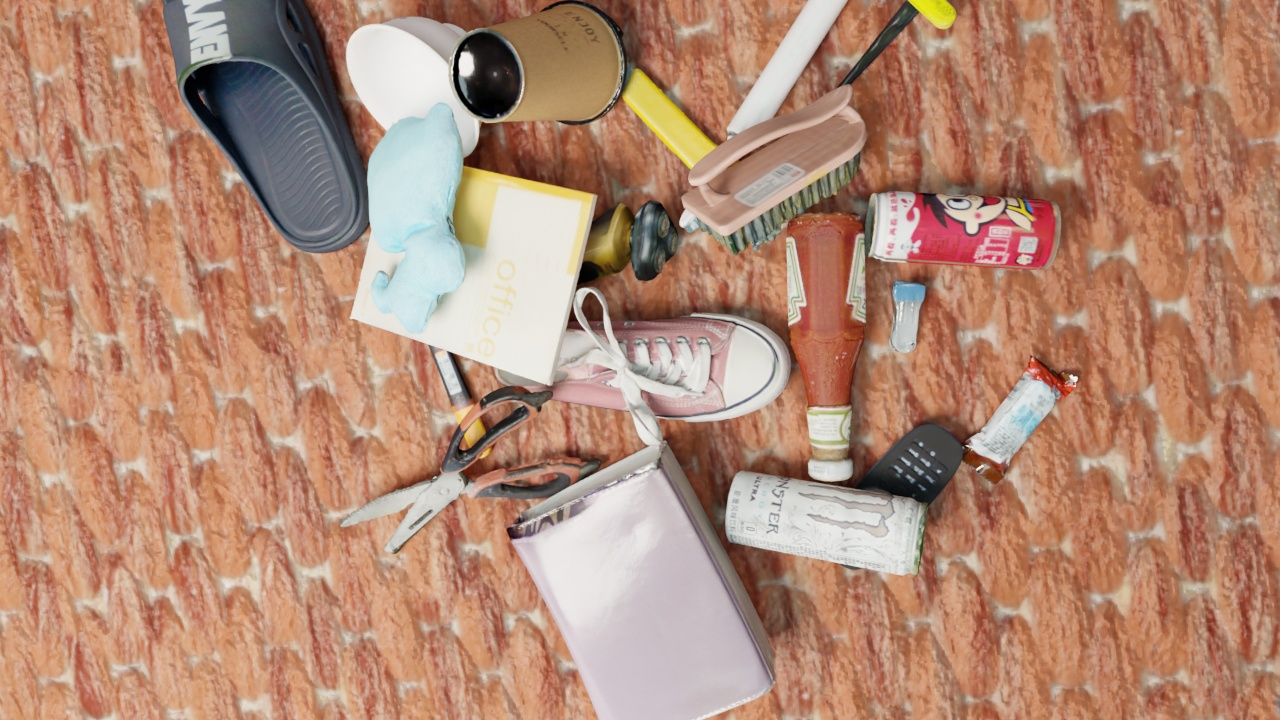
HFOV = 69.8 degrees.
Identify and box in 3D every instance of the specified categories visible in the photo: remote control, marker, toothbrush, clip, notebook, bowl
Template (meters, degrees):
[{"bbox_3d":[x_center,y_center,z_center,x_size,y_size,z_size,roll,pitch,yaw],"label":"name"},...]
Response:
[{"bbox_3d":[0.200,0.108,0.731,0.053,0.024,0.136,40,101,5],"label":"remote control"},{"bbox_3d":[0.191,-0.297,0.693,0.018,0.015,0.124,-42,81,1],"label":"marker"},{"bbox_3d":[0.179,-0.239,0.707,0.015,0.018,0.181,42,96,8],"label":"toothbrush"},{"bbox_3d":[-0.153,0.023,0.764,0.018,0.015,0.124,-23,90,5],"label":"marker"},{"bbox_3d":[0.092,-0.195,0.702,0.026,0.027,0.221,31,92,-42],"label":"toothbrush"},{"bbox_3d":[0.209,-0.034,0.722,0.027,0.044,0.058,2,100,4],"label":"clip"},{"bbox_3d":[-0.136,-0.077,0.715,0.206,0.010,0.146,18,97,27],"label":"notebook"},{"bbox_3d":[-0.158,-0.221,0.708,0.118,0.119,0.064,32,60,2],"label":"bowl"}]

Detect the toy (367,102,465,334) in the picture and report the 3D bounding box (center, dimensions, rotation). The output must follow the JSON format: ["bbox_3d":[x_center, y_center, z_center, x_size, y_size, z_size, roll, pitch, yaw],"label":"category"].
[{"bbox_3d":[-0.173,-0.113,0.701,0.162,0.049,0.156,-47,65,29],"label":"toy"}]

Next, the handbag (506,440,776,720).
[{"bbox_3d":[0.001,0.183,0.721,0.145,0.098,0.197,-26,93,5],"label":"handbag"}]

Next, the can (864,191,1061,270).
[{"bbox_3d":[0.240,-0.098,0.694,0.133,0.053,0.053,4,95,5],"label":"can"}]

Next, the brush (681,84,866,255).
[{"bbox_3d":[0.104,-0.143,0.672,0.145,0.063,0.073,-32,130,-8],"label":"brush"}]

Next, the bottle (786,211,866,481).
[{"bbox_3d":[0.145,-0.010,0.710,0.060,0.059,0.206,-2,95,6],"label":"bottle"}]

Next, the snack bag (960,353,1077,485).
[{"bbox_3d":[0.293,0.046,0.716,0.045,0.026,0.105,34,98,-7],"label":"snack bag"}]

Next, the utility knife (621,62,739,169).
[{"bbox_3d":[0.035,-0.179,0.726,0.033,0.015,0.177,-44,89,0],"label":"utility knife"}]

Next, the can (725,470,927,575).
[{"bbox_3d":[0.141,0.124,0.705,0.147,0.058,0.058,7,96,20],"label":"can"}]

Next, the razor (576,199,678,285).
[{"bbox_3d":[-0.052,-0.077,0.726,0.168,0.062,0.067,-16,64,12],"label":"razor"}]

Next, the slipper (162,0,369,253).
[{"bbox_3d":[-0.300,-0.213,0.723,0.111,0.083,0.268,-24,94,5],"label":"slipper"}]

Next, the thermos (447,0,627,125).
[{"bbox_3d":[-0.073,-0.215,0.672,0.093,0.142,0.093,10,113,23],"label":"thermos"}]

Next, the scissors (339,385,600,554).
[{"bbox_3d":[-0.138,0.094,0.739,0.224,0.015,0.189,0,131,-11],"label":"scissors"}]

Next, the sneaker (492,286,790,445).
[{"bbox_3d":[-0.004,0.004,0.710,0.241,0.087,0.118,4,95,6],"label":"sneaker"}]
